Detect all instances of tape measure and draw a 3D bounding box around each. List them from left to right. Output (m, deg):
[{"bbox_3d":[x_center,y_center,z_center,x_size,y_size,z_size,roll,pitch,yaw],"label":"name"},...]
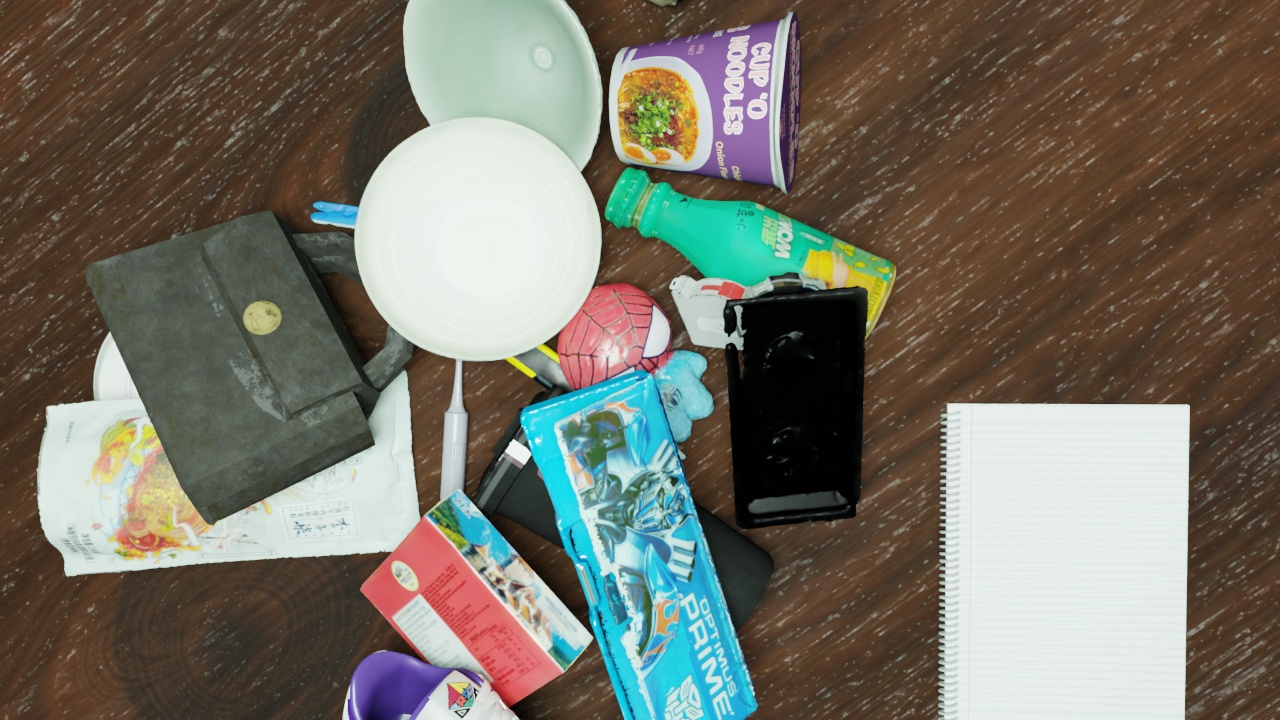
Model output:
[{"bbox_3d":[0.058,-0.033,0.669,0.062,0.060,0.020,8,55,29],"label":"tape measure"}]

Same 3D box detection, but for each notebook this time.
[{"bbox_3d":[0.314,0.155,0.683,0.178,0.013,0.245,0,92,4],"label":"notebook"}]

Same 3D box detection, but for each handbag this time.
[{"bbox_3d":[-0.261,-0.016,0.669,0.199,0.102,0.197,-28,75,-20],"label":"handbag"}]

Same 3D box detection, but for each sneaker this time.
[{"bbox_3d":[-0.105,0.270,0.630,0.244,0.091,0.111,16,127,22],"label":"sneaker"}]

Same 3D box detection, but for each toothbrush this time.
[{"bbox_3d":[-0.146,0.074,0.720,0.018,0.019,0.188,3,92,-1],"label":"toothbrush"}]

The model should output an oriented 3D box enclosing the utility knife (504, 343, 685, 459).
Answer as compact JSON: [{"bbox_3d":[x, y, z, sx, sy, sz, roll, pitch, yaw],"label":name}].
[{"bbox_3d":[-0.045,0.025,0.711,0.188,0.020,0.029,35,96,2],"label":"utility knife"}]

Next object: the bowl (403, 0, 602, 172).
[{"bbox_3d":[-0.087,-0.217,0.680,0.174,0.067,0.174,18,134,20],"label":"bowl"}]

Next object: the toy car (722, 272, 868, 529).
[{"bbox_3d":[0.104,0.023,0.647,0.094,0.071,0.192,-8,123,0],"label":"toy car"}]

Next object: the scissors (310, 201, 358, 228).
[{"bbox_3d":[-0.200,-0.115,0.725,0.130,0.022,0.070,14,94,8],"label":"scissors"}]

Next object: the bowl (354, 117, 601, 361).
[{"bbox_3d":[-0.118,-0.087,0.687,0.176,0.058,0.176,0,90,-2],"label":"bowl"}]

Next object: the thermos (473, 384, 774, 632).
[{"bbox_3d":[-0.012,0.114,0.673,0.218,0.106,0.106,34,94,-1],"label":"thermos"}]

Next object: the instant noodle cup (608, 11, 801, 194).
[{"bbox_3d":[0.045,-0.178,0.648,0.122,0.136,0.122,4,119,15],"label":"instant noodle cup"}]

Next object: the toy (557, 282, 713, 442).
[{"bbox_3d":[-0.004,0.004,0.683,0.133,0.062,0.092,44,86,0],"label":"toy"}]

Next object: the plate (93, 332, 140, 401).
[{"bbox_3d":[-0.373,0.024,0.743,0.157,0.014,0.157,0,92,5],"label":"plate"}]

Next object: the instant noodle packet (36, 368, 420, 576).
[{"bbox_3d":[-0.312,0.090,0.711,0.269,0.057,0.147,-5,95,-6],"label":"instant noodle packet"}]

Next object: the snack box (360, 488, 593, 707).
[{"bbox_3d":[-0.125,0.185,0.674,0.145,0.040,0.143,47,134,3],"label":"snack box"}]

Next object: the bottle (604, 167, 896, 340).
[{"bbox_3d":[0.077,-0.081,0.671,0.210,0.068,0.068,25,93,4],"label":"bottle"}]

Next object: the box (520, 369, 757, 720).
[{"bbox_3d":[0.004,0.136,0.586,0.092,0.085,0.243,-18,98,-2],"label":"box"}]

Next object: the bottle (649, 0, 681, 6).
[{"bbox_3d":[0.040,-0.344,0.673,0.056,0.056,0.161,26,93,4],"label":"bottle"}]
